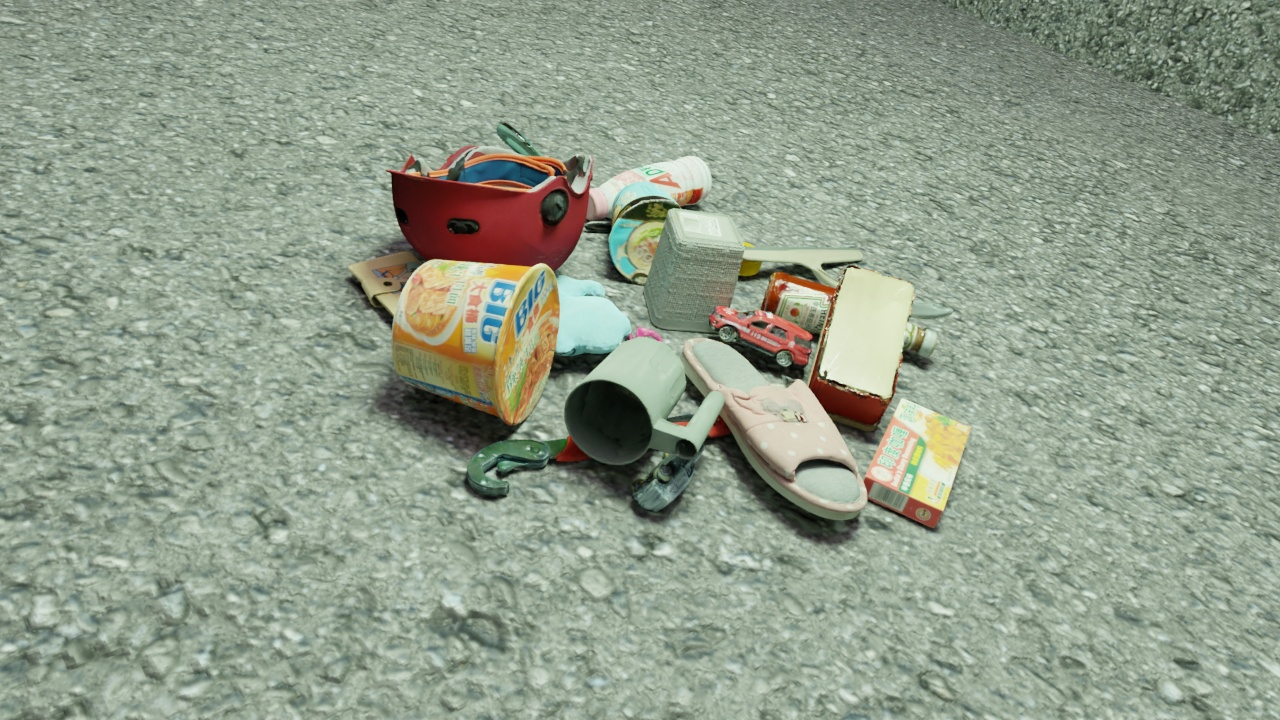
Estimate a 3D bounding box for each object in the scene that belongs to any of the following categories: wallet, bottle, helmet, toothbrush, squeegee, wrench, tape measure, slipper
[{"bbox_3d":[-0.255,-0.078,0.987,0.087,0.024,0.115,-14,44,-41],"label":"wallet"},{"bbox_3d":[0.006,-0.230,1.251,0.196,0.068,0.068,-21,47,-34],"label":"bottle"},{"bbox_3d":[-0.164,-0.151,1.001,0.207,0.144,0.239,12,22,24],"label":"helmet"},{"bbox_3d":[0.011,-0.177,1.220,0.180,0.016,0.018,-2,32,-23],"label":"toothbrush"},{"bbox_3d":[0.280,-0.088,1.139,0.245,0.039,0.247,-5,25,-39],"label":"squeegee"},{"bbox_3d":[0.246,-0.049,1.084,0.206,0.060,0.059,18,35,5],"label":"bottle"},{"bbox_3d":[-0.032,0.078,0.849,0.272,0.016,0.056,-10,41,-29],"label":"wrench"},{"bbox_3d":[0.127,-0.129,1.179,0.059,0.029,0.057,-23,48,-41],"label":"tape measure"},{"bbox_3d":[0.129,0.050,0.895,0.114,0.055,0.274,3,32,-33],"label":"slipper"}]

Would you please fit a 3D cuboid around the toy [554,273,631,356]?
[{"bbox_3d":[-0.068,-0.047,0.983,0.156,0.050,0.161,17,32,24],"label":"toy"}]

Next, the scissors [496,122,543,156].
[{"bbox_3d":[-0.141,-0.242,1.166,0.019,0.173,0.170,-53,40,-9],"label":"scissors"}]

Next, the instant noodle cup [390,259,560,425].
[{"bbox_3d":[-0.152,-0.024,0.848,0.111,0.152,0.151,12,34,13],"label":"instant noodle cup"}]

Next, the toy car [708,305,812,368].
[{"bbox_3d":[0.134,-0.031,1.015,0.120,0.045,0.053,20,15,-3],"label":"toy car"}]

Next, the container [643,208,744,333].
[{"bbox_3d":[0.063,-0.104,1.048,0.090,0.114,0.090,5,36,-14],"label":"container"}]

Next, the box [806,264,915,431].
[{"bbox_3d":[0.238,-0.020,0.978,0.091,0.080,0.167,18,55,6],"label":"box"}]

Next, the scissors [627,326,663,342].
[{"bbox_3d":[-0.007,0.006,0.961,0.063,0.017,0.135,9,39,-6],"label":"scissors"}]

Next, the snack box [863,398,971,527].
[{"bbox_3d":[0.276,0.098,0.914,0.077,0.027,0.155,24,36,16],"label":"snack box"}]

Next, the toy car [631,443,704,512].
[{"bbox_3d":[0.028,0.099,0.819,0.034,0.043,0.090,47,43,0],"label":"toy car"}]

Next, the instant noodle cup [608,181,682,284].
[{"bbox_3d":[0.008,-0.166,1.136,0.111,0.111,0.120,5,28,-13],"label":"instant noodle cup"}]

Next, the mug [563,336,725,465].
[{"bbox_3d":[0.008,0.040,0.826,0.124,0.084,0.103,18,29,13],"label":"mug"}]
